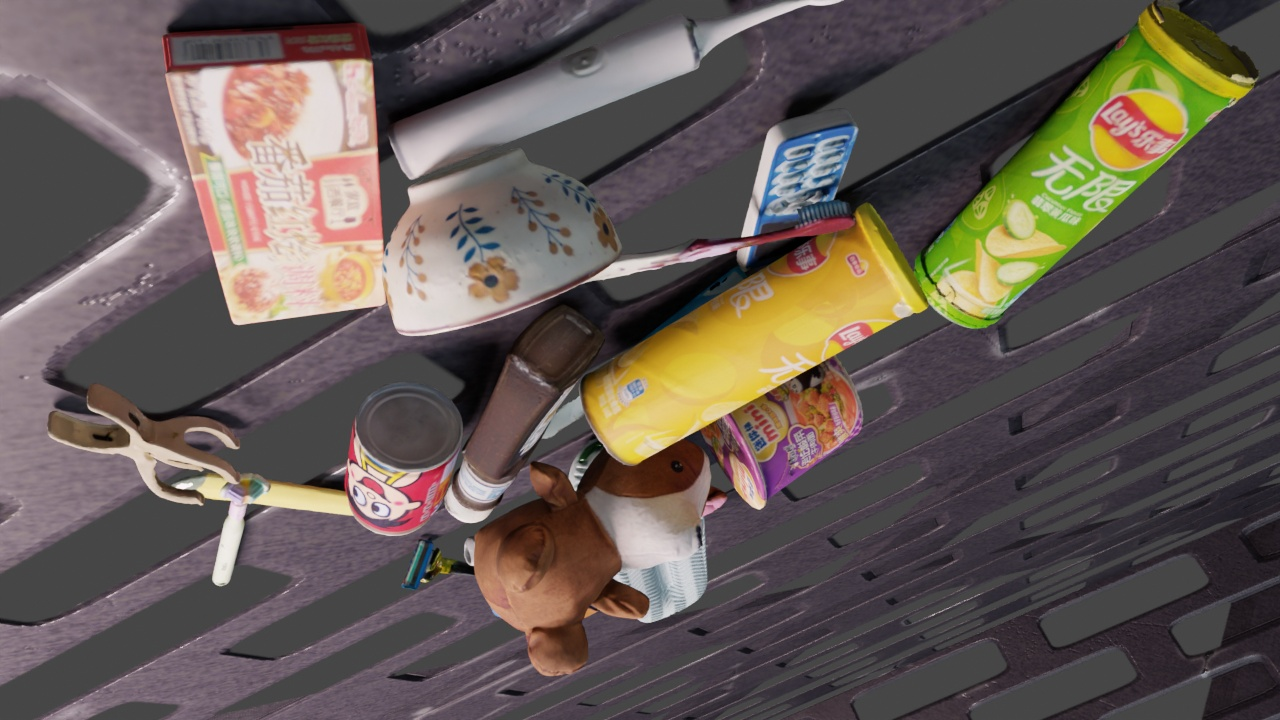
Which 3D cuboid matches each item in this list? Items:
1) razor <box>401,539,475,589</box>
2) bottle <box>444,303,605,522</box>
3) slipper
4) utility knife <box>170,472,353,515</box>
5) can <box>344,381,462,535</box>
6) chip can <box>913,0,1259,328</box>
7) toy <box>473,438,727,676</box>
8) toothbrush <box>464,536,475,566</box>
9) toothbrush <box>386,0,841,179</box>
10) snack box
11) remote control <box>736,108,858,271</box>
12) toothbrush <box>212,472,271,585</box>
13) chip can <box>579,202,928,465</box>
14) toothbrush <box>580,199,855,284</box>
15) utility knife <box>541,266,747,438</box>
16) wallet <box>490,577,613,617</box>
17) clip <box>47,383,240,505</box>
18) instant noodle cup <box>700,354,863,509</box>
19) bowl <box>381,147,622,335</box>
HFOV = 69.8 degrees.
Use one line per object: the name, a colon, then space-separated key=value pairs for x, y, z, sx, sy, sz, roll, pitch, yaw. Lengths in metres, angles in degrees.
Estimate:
razor: x=-0.164 y=0.187 z=0.829 sx=0.142 sy=0.022 sz=0.042 roll=31 pitch=78 yaw=-58
bottle: x=-0.086 y=0.047 z=0.605 sx=0.079 sy=0.044 sz=0.195 roll=-51 pitch=177 yaw=-46
slipper: x=0.002 y=0.142 z=0.803 sx=0.104 sy=0.074 sz=0.246 roll=-25 pitch=134 yaw=-9
utility knife: x=-0.230 y=0.100 z=0.646 sx=0.031 sy=0.020 sz=0.194 roll=-34 pitch=141 yaw=30
can: x=-0.155 y=0.066 z=0.593 sx=0.066 sy=0.066 sz=0.094 roll=-5 pitch=146 yaw=-26
chip can: x=0.262 y=-0.109 z=0.573 sx=0.072 sy=0.072 sz=0.222 roll=-1 pitch=144 yaw=-31
toy: x=-0.018 y=0.115 z=0.649 sx=0.199 sy=0.131 sz=0.140 roll=-36 pitch=127 yaw=-33
toothbrush: x=-0.063 y=0.175 z=0.866 sx=0.224 sy=0.026 sz=0.027 roll=6 pitch=118 yaw=-39
toothbrush: x=-0.005 y=-0.132 z=0.410 sx=0.221 sy=0.026 sz=0.026 roll=-21 pitch=159 yaw=-1
snack box: x=-0.154 y=-0.076 z=0.407 sx=0.075 sy=0.025 sz=0.153 roll=-9 pitch=148 yaw=-20
remote control: x=0.087 y=-0.096 z=0.530 sx=0.049 sy=0.024 sz=0.125 roll=-15 pitch=153 yaw=-11
toothbrush: x=-0.282 y=0.122 z=0.633 sx=0.029 sy=0.020 sz=0.190 roll=-1 pitch=151 yaw=-30
chip can: x=0.065 y=-0.012 z=0.570 sx=0.214 sy=0.072 sz=0.072 roll=-30 pitch=149 yaw=21
toothbrush: x=0.027 y=-0.066 z=0.522 sx=0.188 sy=0.017 sz=0.016 roll=-11 pitch=156 yaw=7
utility knife: x=-0.004 y=0.004 z=0.638 sx=0.207 sy=0.018 sz=0.034 roll=-36 pitch=135 yaw=24
wallet: x=-0.078 y=0.242 z=0.957 sx=0.133 sy=0.040 sz=0.106 roll=-25 pitch=145 yaw=7
clip: x=-0.287 y=0.054 z=0.525 sx=0.081 sy=0.034 sz=0.104 roll=-38 pitch=141 yaw=26
instant noodle cup: x=0.103 y=0.039 z=0.683 sx=0.099 sy=0.111 sz=0.112 roll=-27 pitch=151 yaw=-9
bowl: x=-0.071 y=-0.061 z=0.429 sx=0.113 sy=0.113 sz=0.062 roll=-20 pitch=106 yaw=-3
